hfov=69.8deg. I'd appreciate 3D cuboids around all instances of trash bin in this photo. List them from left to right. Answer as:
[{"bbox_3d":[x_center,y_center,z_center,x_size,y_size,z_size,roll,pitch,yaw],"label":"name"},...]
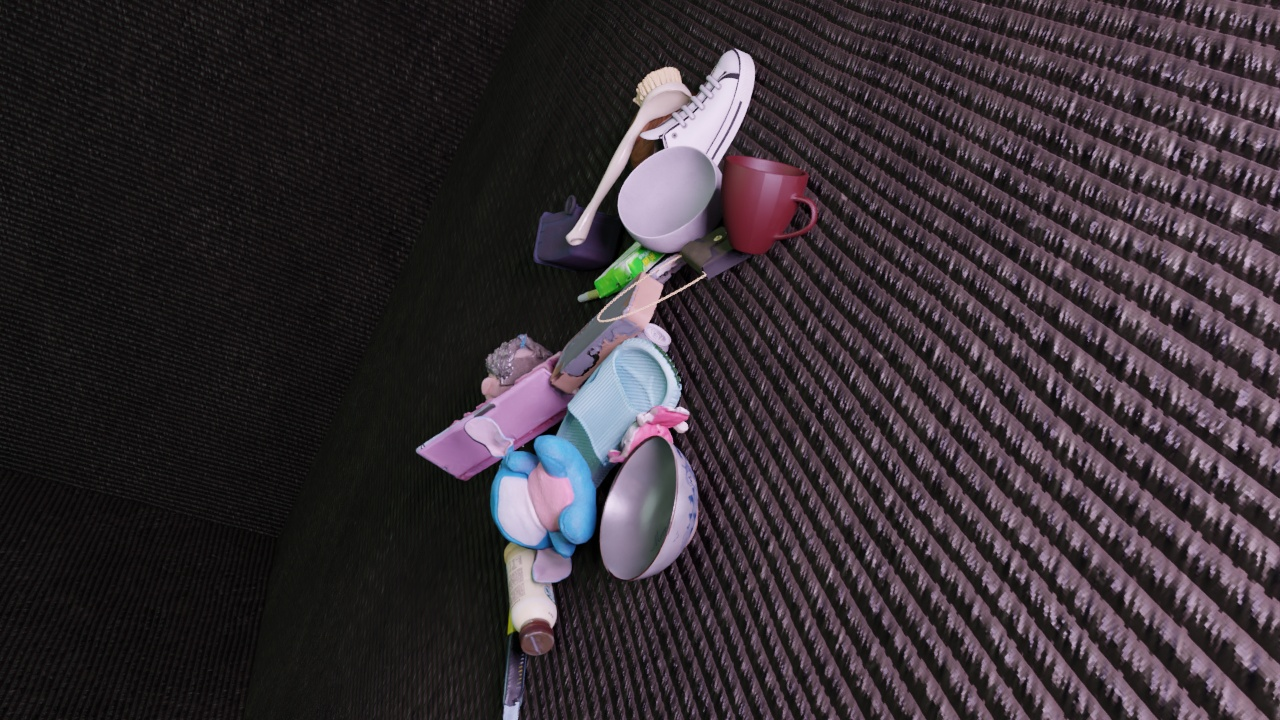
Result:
[{"bbox_3d":[-0.099,-0.192,1.424,0.161,0.093,0.092,5,85,64],"label":"trash bin"}]

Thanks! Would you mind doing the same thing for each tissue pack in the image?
[{"bbox_3d":[-0.002,-0.132,1.190,0.113,0.034,0.100,-44,11,-29],"label":"tissue pack"}]

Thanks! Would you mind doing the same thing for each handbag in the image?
[{"bbox_3d":[0.030,-0.092,1.022,0.178,0.027,0.084,-30,27,-3],"label":"handbag"}]

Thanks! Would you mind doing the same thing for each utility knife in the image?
[{"bbox_3d":[-0.157,0.374,1.153,0.020,0.028,0.197,-51,29,44],"label":"utility knife"}]

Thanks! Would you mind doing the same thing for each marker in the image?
[{"bbox_3d":[-0.063,-0.100,1.365,0.132,0.014,0.014,-8,63,63],"label":"marker"}]

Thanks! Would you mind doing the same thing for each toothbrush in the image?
[{"bbox_3d":[-0.005,-0.104,1.227,0.188,0.017,0.014,-34,42,59],"label":"toothbrush"}]

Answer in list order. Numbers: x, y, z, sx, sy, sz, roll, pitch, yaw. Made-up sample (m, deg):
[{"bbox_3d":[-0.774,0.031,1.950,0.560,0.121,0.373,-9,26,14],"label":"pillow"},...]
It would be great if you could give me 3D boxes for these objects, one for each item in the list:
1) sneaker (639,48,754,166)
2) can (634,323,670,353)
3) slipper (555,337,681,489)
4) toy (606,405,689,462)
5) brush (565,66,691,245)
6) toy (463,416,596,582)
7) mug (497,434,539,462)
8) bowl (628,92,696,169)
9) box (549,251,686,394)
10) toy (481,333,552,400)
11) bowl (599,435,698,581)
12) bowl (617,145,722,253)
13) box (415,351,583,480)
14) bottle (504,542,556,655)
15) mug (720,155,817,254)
[{"bbox_3d":[0.052,-0.291,1.177,0.246,0.097,0.091,-59,26,22],"label":"sneaker"},{"bbox_3d":[-0.007,0.007,1.121,0.107,0.044,0.044,-55,27,28],"label":"can"},{"bbox_3d":[-0.051,0.076,1.091,0.277,0.069,0.116,-53,57,38],"label":"slipper"},{"bbox_3d":[0.012,0.078,0.996,0.103,0.065,0.050,-56,27,30],"label":"toy"},{"bbox_3d":[-0.024,-0.272,1.238,0.272,0.062,0.077,-55,49,13],"label":"brush"},{"bbox_3d":[-0.123,0.154,1.098,0.192,0.098,0.224,-32,81,54],"label":"toy"},{"bbox_3d":[-0.190,0.113,1.373,0.111,0.085,0.081,-5,64,62],"label":"mug"},{"bbox_3d":[0.023,-0.321,1.298,0.148,0.068,0.147,-46,32,41],"label":"bowl"},{"bbox_3d":[-0.028,-0.052,1.159,0.156,0.063,0.217,-43,2,-40],"label":"box"},{"bbox_3d":[-0.202,0.035,1.449,0.076,0.132,0.176,34,121,34],"label":"toy"},{"bbox_3d":[0.019,0.155,0.926,0.151,0.056,0.150,-47,31,40],"label":"bowl"},{"bbox_3d":[0.044,-0.188,1.116,0.132,0.064,0.131,-13,59,23],"label":"bowl"},{"bbox_3d":[-0.199,0.066,1.280,0.233,0.115,0.099,-31,54,18],"label":"box"},{"bbox_3d":[-0.136,0.292,1.143,0.057,0.056,0.162,-58,26,22],"label":"bottle"},{"bbox_3d":[0.131,-0.153,0.941,0.114,0.086,0.088,28,117,36],"label":"mug"}]
